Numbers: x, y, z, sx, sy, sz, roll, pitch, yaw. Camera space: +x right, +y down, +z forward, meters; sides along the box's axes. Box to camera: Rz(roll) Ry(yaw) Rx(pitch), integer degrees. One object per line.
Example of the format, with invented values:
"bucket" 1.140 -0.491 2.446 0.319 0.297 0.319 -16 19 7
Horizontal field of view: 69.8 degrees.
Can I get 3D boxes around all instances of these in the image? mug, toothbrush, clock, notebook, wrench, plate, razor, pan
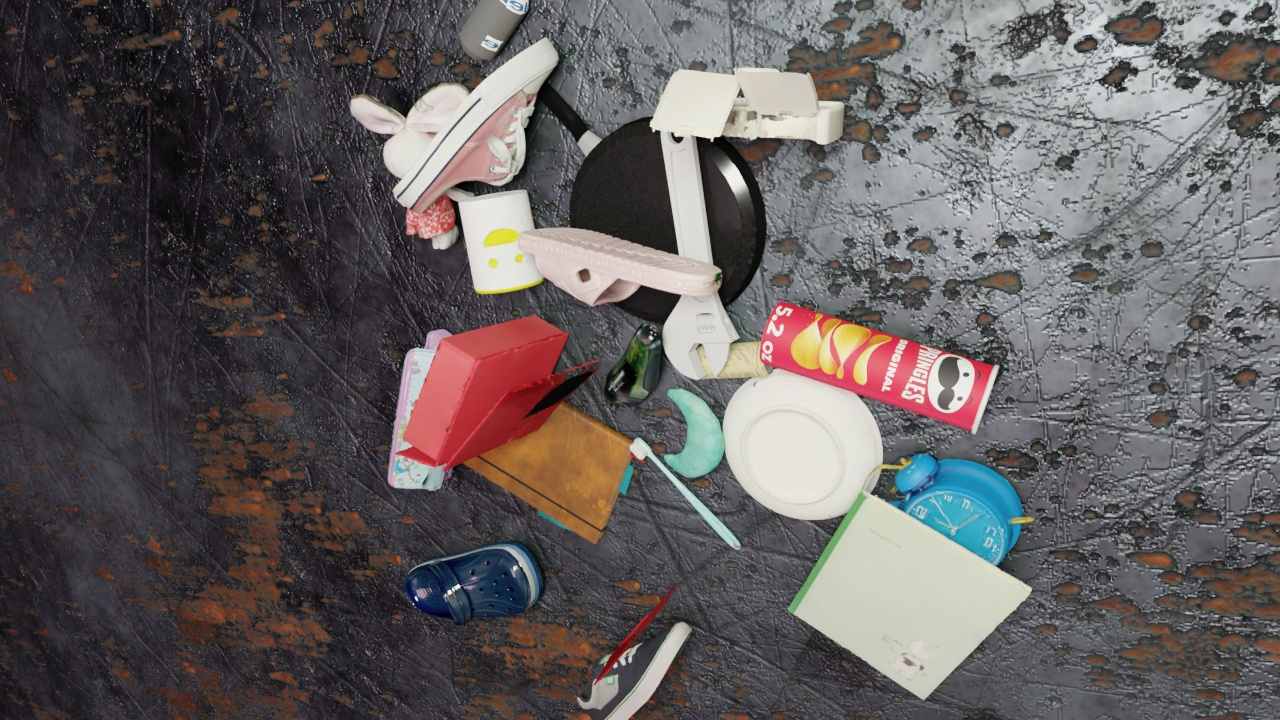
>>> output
"mug" -0.160 -0.137 1.058 0.083 0.082 0.106 -1 107 28
"toothbrush" 0.055 0.161 1.095 0.180 0.016 0.016 45 139 1
"clock" 0.306 0.157 0.936 0.161 0.060 0.117 22 122 19
"notebook" -0.124 0.126 1.181 0.249 0.014 0.179 28 119 16
"wrench" 0.047 -0.113 0.952 0.087 0.018 0.273 0 106 37
"plate" 0.170 0.098 1.002 0.182 0.034 0.182 10 114 25
"razor" -0.006 0.006 1.021 0.054 0.067 0.152 47 158 11
"pan" -0.021 -0.194 0.992 0.356 0.034 0.226 47 123 3
"notebook" 0.272 0.257 0.979 0.182 0.010 0.253 31 139 15

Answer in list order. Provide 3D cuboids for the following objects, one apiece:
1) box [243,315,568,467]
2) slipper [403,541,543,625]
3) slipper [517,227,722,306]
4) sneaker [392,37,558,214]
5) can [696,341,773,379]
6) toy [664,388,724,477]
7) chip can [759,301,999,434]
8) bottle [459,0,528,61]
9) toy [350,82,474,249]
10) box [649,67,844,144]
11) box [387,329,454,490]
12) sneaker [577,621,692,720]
"box" -0.269 0.002 1.081 0.326 0.213 0.153 15 105 21
"slipper" -0.243 0.322 1.277 0.253 0.095 0.105 -17 98 35
"slipper" -0.030 -0.088 0.948 0.240 0.094 0.064 17 110 28
"sneaker" -0.162 -0.234 0.983 0.088 0.118 0.241 43 111 -13
"can" 0.102 0.000 0.998 0.080 0.038 0.038 -4 107 29
"toy" 0.062 0.087 1.056 0.085 0.033 0.105 20 115 42
"chip can" 0.232 0.004 0.911 0.221 0.069 0.069 19 117 21
"bottle" -0.151 -0.373 0.983 0.047 0.046 0.113 49 123 3
"toy" -0.253 -0.223 1.076 0.159 0.084 0.194 -3 114 20
"box" 0.100 -0.230 0.817 0.144 0.190 0.069 7 111 18
"box" -0.272 0.072 1.199 0.077 0.096 0.215 19 118 7
"sneaker" -0.015 0.402 1.192 0.079 0.084 0.236 40 126 9
